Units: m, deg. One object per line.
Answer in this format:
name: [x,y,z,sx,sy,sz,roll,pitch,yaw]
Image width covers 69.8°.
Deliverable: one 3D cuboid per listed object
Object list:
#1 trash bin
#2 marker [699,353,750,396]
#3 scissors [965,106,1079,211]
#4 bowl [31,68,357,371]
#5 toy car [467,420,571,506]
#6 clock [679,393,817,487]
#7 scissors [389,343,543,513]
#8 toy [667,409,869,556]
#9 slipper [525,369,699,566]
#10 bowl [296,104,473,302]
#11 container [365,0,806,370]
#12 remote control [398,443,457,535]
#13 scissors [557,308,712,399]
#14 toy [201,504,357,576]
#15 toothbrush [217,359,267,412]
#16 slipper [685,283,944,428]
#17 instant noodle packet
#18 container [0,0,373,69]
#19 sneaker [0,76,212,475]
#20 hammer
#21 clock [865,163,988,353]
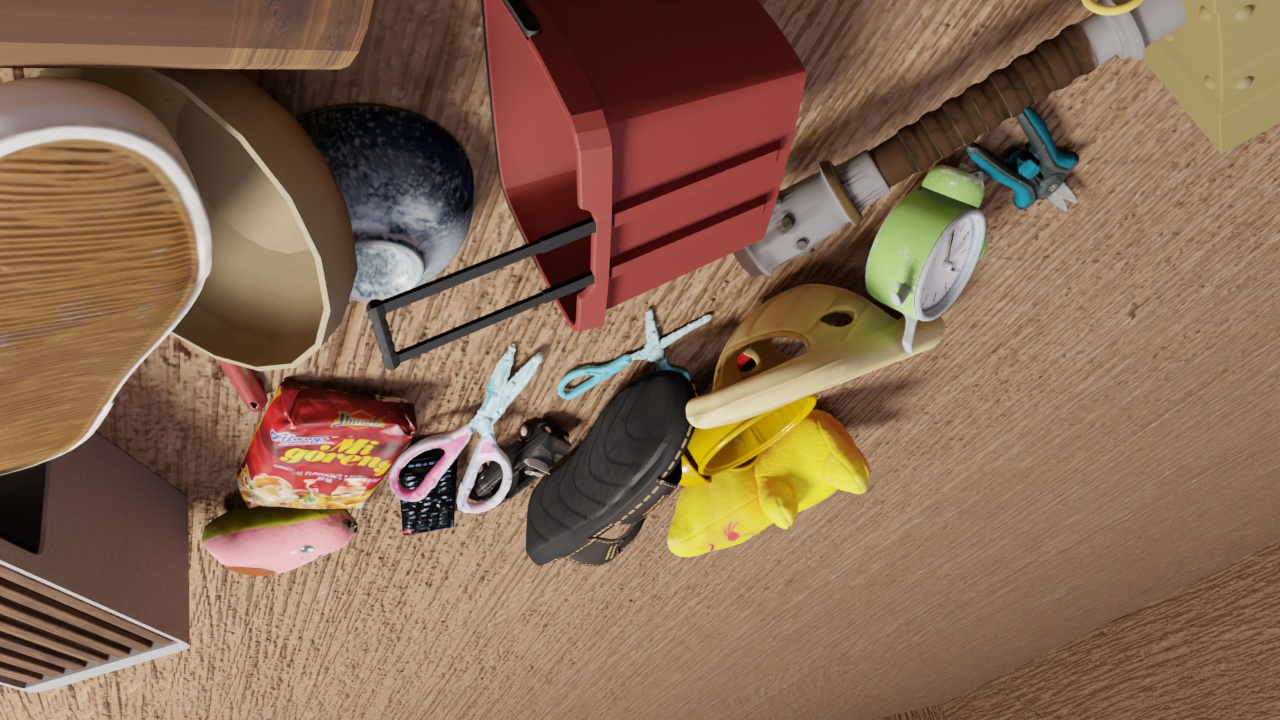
trash bin: [-0.394,0.112,0.572,0.114,0.114,0.229,-16,149,-2]
marker: [0.062,0.021,0.755,0.012,0.012,0.143,2,145,-30]
scissors: [0.254,-0.125,0.606,0.142,0.019,0.128,-17,144,-14]
bowl: [-0.184,-0.071,0.399,0.152,0.050,0.153,16,134,17]
toy car: [-0.099,0.087,0.744,0.092,0.037,0.040,-39,144,12]
clock: [0.080,0.056,0.765,0.113,0.052,0.152,-13,152,-43]
scissors: [-0.108,0.055,0.688,0.103,0.016,0.179,27,117,-32]
toy: [0.114,0.115,0.856,0.194,0.087,0.134,-28,177,21]
slipper: [-0.018,0.099,0.742,0.075,0.112,0.269,15,143,-24]
bowl: [-0.137,-0.066,0.468,0.114,0.060,0.114,-13,150,-8]
container: [-0.039,-0.088,0.417,0.200,0.127,0.148,-20,150,-16]
remote control: [-0.178,0.107,0.765,0.047,0.022,0.151,-7,150,-18]
scissors: [-0.006,0.005,0.698,0.133,0.015,0.135,-16,144,-4]
toy: [-0.283,0.137,0.729,0.110,0.051,0.090,-17,151,-2]
toothbrush: [-0.248,-0.020,0.528,0.016,0.016,0.190,-11,149,-11]
slipper: [0.131,-0.018,0.660,0.260,0.079,0.112,-15,174,-44]
instant noodle packet: [-0.226,0.066,0.658,0.098,0.039,0.136,13,139,-30]
container: [-0.173,-0.146,0.268,0.167,0.132,0.132,-4,147,-31]
sneaker: [-0.275,-0.047,0.380,0.120,0.127,0.296,-19,171,-44]
hammer: [0.189,-0.138,0.476,0.326,0.100,0.190,-30,147,20]
clock: [0.193,-0.075,0.607,0.119,0.042,0.094,-50,146,-10]
